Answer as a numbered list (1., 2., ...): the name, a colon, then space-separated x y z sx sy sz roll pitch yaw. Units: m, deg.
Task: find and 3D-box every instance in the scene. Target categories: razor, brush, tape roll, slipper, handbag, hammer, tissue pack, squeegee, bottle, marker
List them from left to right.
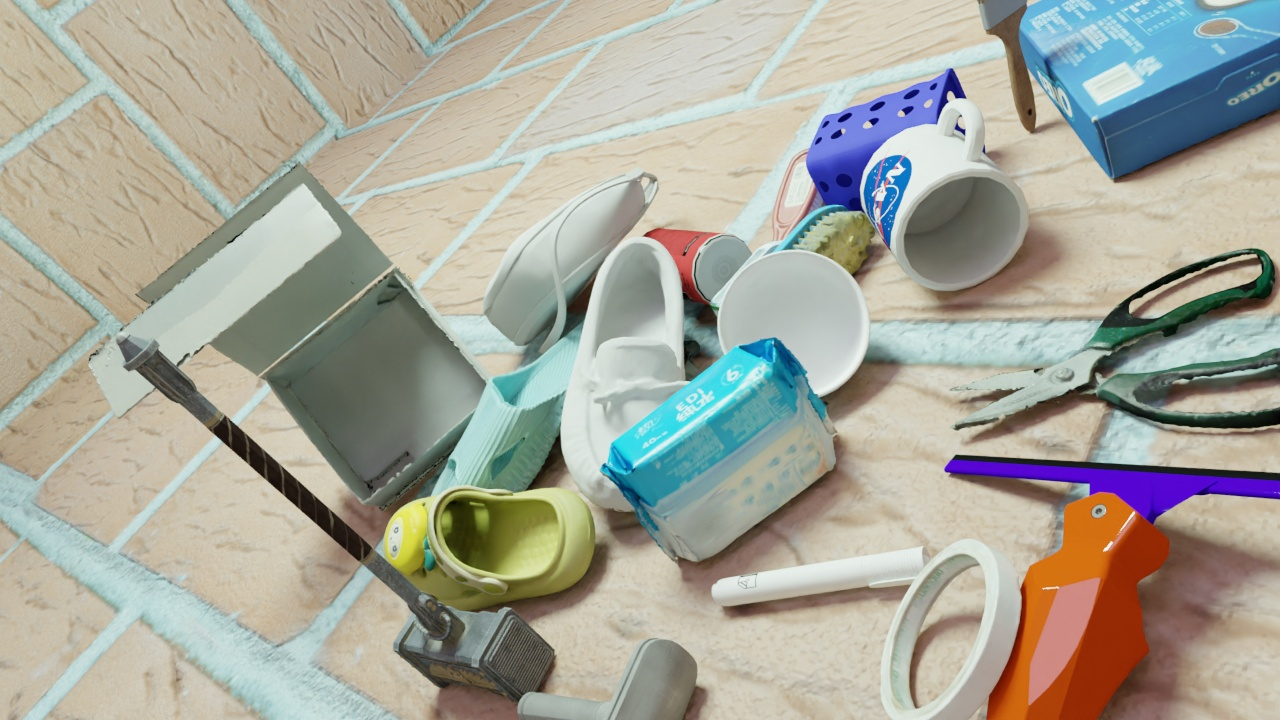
1. hammer: -0.181 0.100 0.546 0.099 0.322 0.044 -7 41 41
2. slipper: -0.124 0.134 0.667 0.191 0.081 0.091 -11 69 29
3. slipper: -0.099 0.039 0.788 0.276 0.069 0.116 -47 27 -8
4. razor: -0.031 0.206 0.531 0.116 0.047 0.088 -16 35 45
5. handbag: -0.044 -0.116 0.904 0.222 0.095 0.216 -45 1 -30
6. slipper: -0.004 0.004 0.709 0.112 0.075 0.246 -3 51 11
7. bottle: 0.033 -0.089 0.842 0.062 0.062 0.177 -44 25 -13
8. tissue pack: 0.055 0.058 0.594 0.144 0.093 0.061 -37 23 -1
9. brush: 0.133 -0.113 0.812 0.041 0.030 0.172 0 60 43
10. brush: 0.125 -0.077 0.742 0.135 0.055 0.075 -47 37 -19
11. marker: 0.100 0.126 0.524 0.134 0.017 0.020 -17 37 30
12. tape roll: 0.143 0.129 0.430 0.093 0.013 0.093 -63 3 6
13. brush: 0.289 -0.242 0.714 0.045 0.143 0.008 -35 30 -15
14. squeegee: 0.190 0.119 0.402 0.184 0.055 0.250 -61 22 -16

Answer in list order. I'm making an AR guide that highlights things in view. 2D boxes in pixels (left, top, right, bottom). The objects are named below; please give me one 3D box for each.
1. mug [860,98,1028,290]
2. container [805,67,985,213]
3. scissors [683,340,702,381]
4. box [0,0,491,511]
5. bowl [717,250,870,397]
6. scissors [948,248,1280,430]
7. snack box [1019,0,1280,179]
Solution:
1. mug: 0.217 -0.124 0.652 0.091 0.121 0.090 3 33 -7
2. container: 0.209 -0.169 0.755 0.114 0.085 0.084 -11 38 39
3. scissors: 0.024 -0.011 0.793 0.129 0.019 0.138 -15 38 31
4. box: -0.331 -0.094 0.793 0.166 0.506 0.148 -41 26 -6
5. bowl: 0.109 -0.022 0.651 0.105 0.105 0.054 -34 -10 5
6. scissors: 0.273 0.014 0.505 0.210 0.015 0.154 -28 33 13
7. snack box: 0.409 -0.251 0.690 0.196 0.056 0.238 -23 32 22
